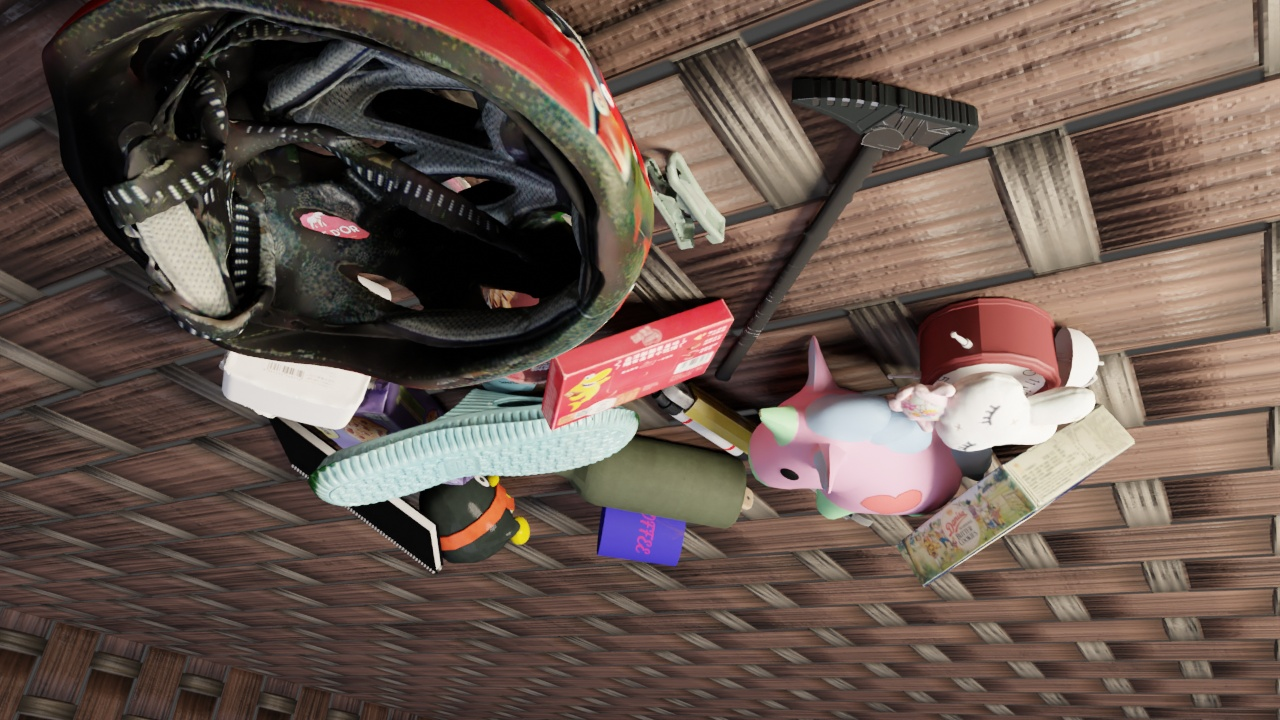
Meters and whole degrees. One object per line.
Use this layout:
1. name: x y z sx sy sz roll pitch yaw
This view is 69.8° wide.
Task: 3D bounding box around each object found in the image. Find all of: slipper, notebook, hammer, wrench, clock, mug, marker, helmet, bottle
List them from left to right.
1. notebook: -0.289 0.135 0.940 0.207 0.016 0.149 34 152 9
2. helmet: -0.123 -0.091 0.425 0.272 0.166 0.218 9 138 9
3. slipper: -0.135 0.062 0.765 0.276 0.069 0.116 -10 160 -13
4. bottle: -0.007 0.107 0.866 0.206 0.071 0.072 12 151 -9
5. mug: 0.000 0.172 0.990 0.083 0.079 0.111 9 180 -4
6. marker: 0.053 0.054 0.810 0.019 0.019 0.145 -17 143 37
7. wrench: 0.117 0.080 0.813 0.273 0.083 0.018 33 107 -28
8. hammer: 0.092 -0.060 0.599 0.095 0.015 0.326 11 152 -8
9. clock: 0.252 0.003 0.643 0.137 0.048 0.096 17 150 -16

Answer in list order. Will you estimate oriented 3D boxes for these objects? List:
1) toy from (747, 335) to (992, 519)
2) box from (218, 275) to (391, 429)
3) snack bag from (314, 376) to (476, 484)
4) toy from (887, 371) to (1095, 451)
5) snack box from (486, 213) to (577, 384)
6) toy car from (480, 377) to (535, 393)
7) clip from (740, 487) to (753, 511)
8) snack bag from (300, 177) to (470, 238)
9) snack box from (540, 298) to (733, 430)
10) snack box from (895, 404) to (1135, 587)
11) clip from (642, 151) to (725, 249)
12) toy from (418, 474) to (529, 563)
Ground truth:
1. toy: 0.189 0.070 0.727 0.222 0.120 0.171 2 154 -6
2. box: -0.258 0.000 0.690 0.103 0.109 0.131 18 149 -19
3. snack bag: -0.227 0.060 0.844 0.096 0.058 0.205 2 154 14
4. toy: 0.231 0.035 0.614 0.125 0.037 0.076 6 148 -5
5. snack box: -0.068 -0.042 0.608 0.072 0.072 0.122 11 151 -8
6. toy car: -0.100 0.002 0.740 0.060 0.027 0.108 20 149 -23
7. clip: 0.092 0.137 0.951 0.062 0.025 0.047 15 147 0
8. snack bag: -0.170 -0.091 0.599 0.155 0.018 0.074 -6 150 26
9. snack box: -0.004 0.004 0.660 0.132 0.021 0.089 -19 158 -21
10. snack box: 0.296 0.108 0.732 0.144 0.042 0.145 -20 156 -35
11. clip: 0.024 -0.095 0.544 0.047 0.023 0.076 -8 150 23
12. toy: -0.190 0.157 0.981 0.097 0.099 0.119 39 160 57
